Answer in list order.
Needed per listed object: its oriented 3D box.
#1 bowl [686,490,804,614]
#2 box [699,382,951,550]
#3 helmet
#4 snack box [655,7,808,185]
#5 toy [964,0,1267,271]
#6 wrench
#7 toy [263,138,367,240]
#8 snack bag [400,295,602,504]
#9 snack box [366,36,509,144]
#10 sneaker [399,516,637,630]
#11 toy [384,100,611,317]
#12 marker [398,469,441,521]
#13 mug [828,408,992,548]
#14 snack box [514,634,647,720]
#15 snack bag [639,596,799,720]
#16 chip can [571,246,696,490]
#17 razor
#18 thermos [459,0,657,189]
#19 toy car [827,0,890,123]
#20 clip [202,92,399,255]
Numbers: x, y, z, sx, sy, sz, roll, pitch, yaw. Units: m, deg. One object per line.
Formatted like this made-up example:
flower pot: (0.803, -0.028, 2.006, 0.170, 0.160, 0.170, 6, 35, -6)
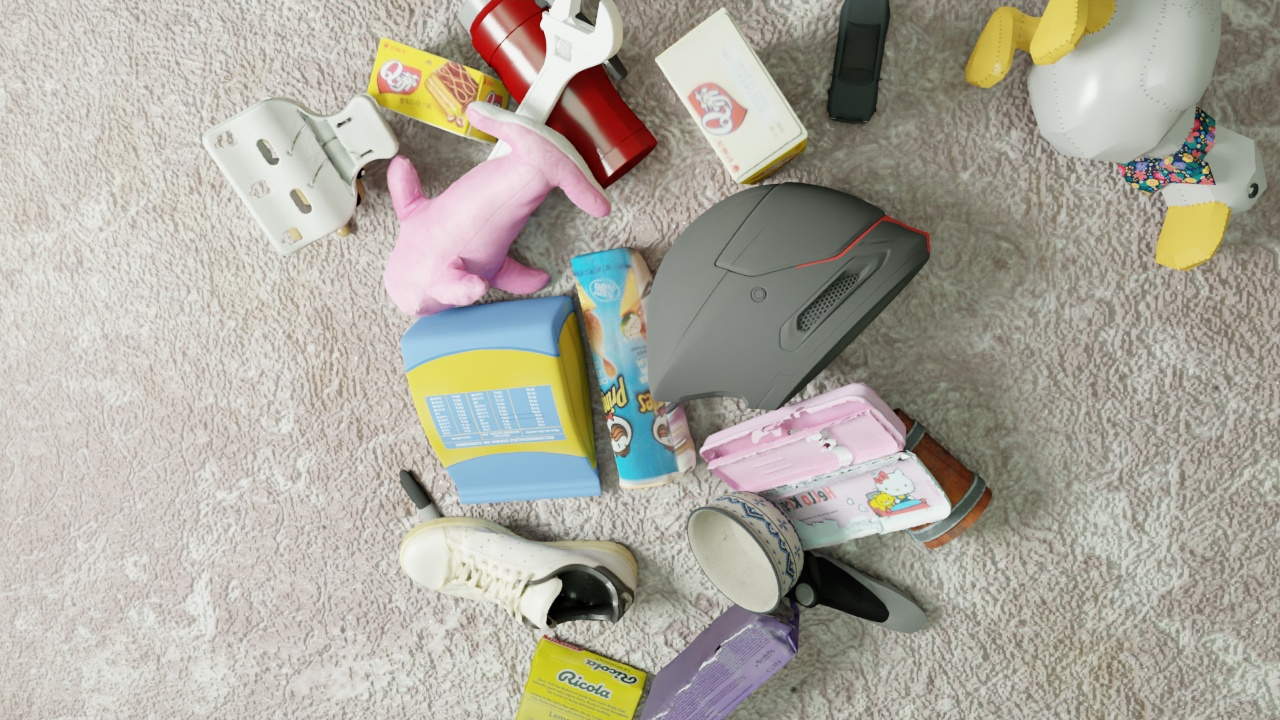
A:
bowl: (0.105, 0.172, 0.863, 0.115, 0.059, 0.116, 34, 141, 33)
box: (0.165, 0.102, 0.844, 0.154, 0.044, 0.202, 46, 138, -17)
helmet: (0.104, -0.060, 0.804, 0.265, 0.164, 0.170, -46, 78, 3)
snack box: (0.083, -0.203, 0.746, 0.062, 0.230, 0.110, -34, 93, 14)
toy: (0.407, -0.219, 0.740, 0.267, 0.141, 0.246, 19, 86, -18)
wrench: (-0.096, -0.217, 0.813, 0.066, 0.018, 0.274, 44, 136, 0)
toy: (-0.312, -0.176, 0.899, 0.105, 0.133, 0.108, 57, 132, 19)
snack bag: (-0.129, 0.050, 0.907, 0.159, 0.102, 0.205, -5, 112, 11)
snack box: (-0.188, -0.252, 0.862, 0.106, 0.083, 0.061, 21, 102, 6)
sneaker: (-0.120, 0.222, 0.906, 0.241, 0.102, 0.089, 7, 111, -6)
toy: (-0.157, -0.107, 0.841, 0.186, 0.127, 0.266, 36, 127, -24)
marker: (-0.220, 0.177, 0.985, 0.022, 0.016, 0.138, -27, 96, 45)
mug: (0.245, 0.118, 0.862, 0.111, 0.081, 0.118, 46, 123, 3)
snack box: (-0.076, 0.396, 0.984, 0.121, 0.045, 0.181, 19, 106, 5)
snack bag: (0.073, 0.308, 0.913, 0.058, 0.096, 0.206, 45, 104, -1)
chip can: (-0.005, 0.005, 0.883, 0.080, 0.079, 0.229, -11, 98, 12)
razor: (0.207, 0.229, 0.898, 0.156, 0.060, 0.057, 18, 117, -13)
thermos: (-0.068, -0.260, 0.832, 0.198, 0.083, 0.108, 52, 139, -4)
toy car: (0.194, -0.269, 0.815, 0.046, 0.034, 0.112, 8, 102, 9)
clip: (-0.290, -0.183, 0.821, 0.151, 0.092, 0.126, -36, 118, -14)
